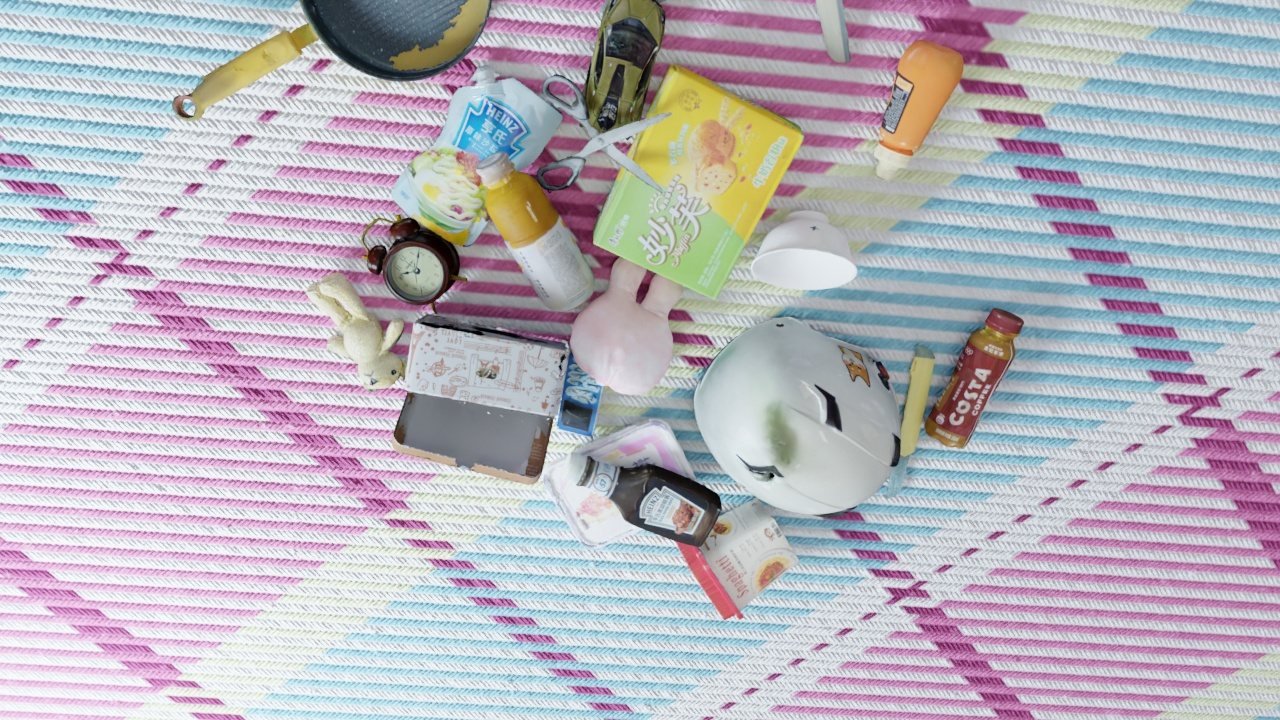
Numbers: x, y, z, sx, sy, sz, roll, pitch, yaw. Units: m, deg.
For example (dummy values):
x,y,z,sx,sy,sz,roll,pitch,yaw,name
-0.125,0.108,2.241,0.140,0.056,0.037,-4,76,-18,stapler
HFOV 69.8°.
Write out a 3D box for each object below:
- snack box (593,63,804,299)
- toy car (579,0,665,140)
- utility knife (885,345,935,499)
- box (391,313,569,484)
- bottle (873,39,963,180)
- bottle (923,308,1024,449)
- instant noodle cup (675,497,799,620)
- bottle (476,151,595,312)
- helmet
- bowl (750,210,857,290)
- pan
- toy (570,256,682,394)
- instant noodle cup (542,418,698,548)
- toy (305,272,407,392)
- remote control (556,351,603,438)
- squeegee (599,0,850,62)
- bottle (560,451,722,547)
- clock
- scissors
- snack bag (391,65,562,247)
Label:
x,y,z,sx,sy,sz,roll,pitch,yaw,name
0.059,-0.194,1.011,0.157,0.070,0.210,23,110,-11,snack box
-0.021,-0.306,0.965,0.070,0.042,0.158,13,124,-7,toy car
0.342,0.083,1.166,0.031,0.022,0.216,5,106,-3,utility knife
-0.187,0.049,1.065,0.182,0.152,0.174,11,94,-6,box
0.293,-0.266,0.995,0.066,0.066,0.150,14,119,-8,bottle
0.409,0.022,1.121,0.057,0.057,0.175,17,111,-9,bottle
0.127,0.251,1.190,0.124,0.116,0.116,-32,111,-2,instant noodle cup
-0.117,-0.142,1.016,0.068,0.068,0.189,-25,121,9,bottle
0.199,0.088,1.090,0.274,0.156,0.230,36,108,-16,helmet
0.186,-0.130,1.038,0.118,0.118,0.064,7,73,-5,bowl
-0.317,-0.344,0.930,0.358,0.078,0.198,-28,111,10,pan
-0.011,-0.041,1.063,0.121,0.054,0.159,26,77,-9,toy
-0.023,0.146,1.161,0.173,0.060,0.138,-25,112,7,instant noodle cup
-0.330,-0.032,1.071,0.105,0.066,0.157,-20,119,12,toy
-0.070,0.040,1.122,0.049,0.024,0.125,15,123,3,remote control
0.076,-0.395,0.943,0.247,0.039,0.247,-12,131,11,squeegee
-0.001,0.161,1.113,0.195,0.044,0.080,23,110,-10,bottle
-0.261,-0.113,1.044,0.122,0.055,0.082,41,106,-15,clock
-0.045,-0.227,0.969,0.179,0.014,0.160,45,121,9,scissors
-0.181,-0.224,1.010,0.110,0.038,0.191,36,106,-13,snack bag
